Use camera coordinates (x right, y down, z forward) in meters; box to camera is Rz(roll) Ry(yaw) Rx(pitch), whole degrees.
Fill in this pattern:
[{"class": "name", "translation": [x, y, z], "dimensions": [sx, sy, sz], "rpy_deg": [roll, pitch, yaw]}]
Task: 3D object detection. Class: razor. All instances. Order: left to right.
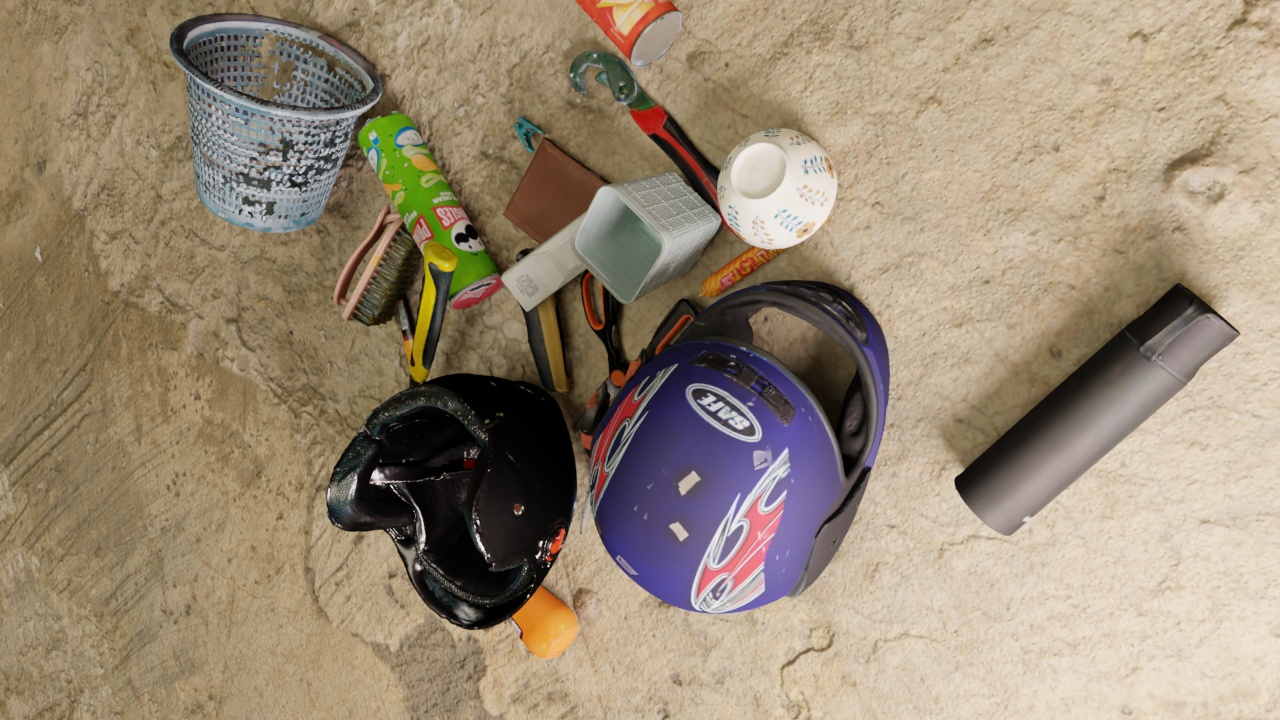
[{"class": "razor", "translation": [-0.104, -0.044, 1.028], "dimensions": [0.067, 0.062, 0.167], "rpy_deg": [-10, 100, -1]}]

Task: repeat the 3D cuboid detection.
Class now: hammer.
[{"class": "hammer", "translation": [-0.255, 0.002, 1.079], "dimensions": [0.126, 0.031, 0.324], "rpy_deg": [37, 132, 17]}]

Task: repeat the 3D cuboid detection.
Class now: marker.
[{"class": "marker", "translation": [-0.292, -0.043, 1.151], "dimensions": [0.018, 0.015, 0.124], "rpy_deg": [-14, 90, 29]}]

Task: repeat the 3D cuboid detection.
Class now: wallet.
[{"class": "wallet", "translation": [-0.083, -0.171, 1.002], "dimensions": [0.124, 0.032, 0.101], "rpy_deg": [38, 112, 18]}]

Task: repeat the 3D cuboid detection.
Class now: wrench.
[{"class": "wrench", "translation": [0.025, -0.225, 0.937], "dimensions": [0.273, 0.016, 0.056], "rpy_deg": [47, 117, 14]}]

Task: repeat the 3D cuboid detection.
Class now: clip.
[{"class": "clip", "translation": [-0.124, -0.251, 1.008], "dimensions": [0.038, 0.013, 0.055], "rpy_deg": [-56, 45, 18]}]

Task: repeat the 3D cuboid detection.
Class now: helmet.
[{"class": "helmet", "translation": [-0.180, 0.144, 1.000], "dimensions": [0.234, 0.229, 0.275], "rpy_deg": [6, 113, 33]}, {"class": "helmet", "translation": [0.084, 0.081, 0.833], "dimensions": [0.247, 0.239, 0.316], "rpy_deg": [33, 113, 19]}]

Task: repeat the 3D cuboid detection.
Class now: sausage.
[{"class": "sausage", "translation": [0.121, -0.107, 0.902], "dimensions": [0.166, 0.021, 0.021], "rpy_deg": [-34, 82, 30]}]

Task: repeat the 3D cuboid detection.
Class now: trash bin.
[{"class": "trash bin", "translation": [-0.442, -0.272, 1.096], "dimensions": [0.226, 0.225, 0.196], "rpy_deg": [40, 128, 18]}]

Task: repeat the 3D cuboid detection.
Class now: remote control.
[{"class": "remote control", "translation": [-0.085, -0.106, 0.970], "dimensions": [0.125, 0.024, 0.049], "rpy_deg": [-35, 105, 12]}]

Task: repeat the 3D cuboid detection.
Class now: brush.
[{"class": "brush", "translation": [-0.317, -0.114, 1.115], "dimensions": [0.073, 0.063, 0.146], "rpy_deg": [31, 102, 8]}]

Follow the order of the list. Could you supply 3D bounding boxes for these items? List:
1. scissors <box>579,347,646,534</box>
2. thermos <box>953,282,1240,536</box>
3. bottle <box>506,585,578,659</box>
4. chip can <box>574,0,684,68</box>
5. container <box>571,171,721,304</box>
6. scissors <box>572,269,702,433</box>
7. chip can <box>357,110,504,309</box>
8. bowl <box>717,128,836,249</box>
[{"class": "scissors", "translation": [-0.036, 0.087, 0.958], "dimensions": [0.015, 0.189, 0.226], "rpy_deg": [22, 90, 15]}, {"class": "thermos", "translation": [0.364, 0.043, 0.754], "dimensions": [0.243, 0.089, 0.068], "rpy_deg": [-53, 56, 26]}, {"class": "bottle", "translation": [-0.142, 0.288, 1.101], "dimensions": [0.149, 0.066, 0.067], "rpy_deg": [39, 115, 26]}, {"class": "chip can", "translation": [-0.049, -0.391, 0.917], "dimensions": [0.073, 0.073, 0.216], "rpy_deg": [-45, 77, 28]}, {"class": "container", "translation": [0.010, -0.125, 0.903], "dimensions": [0.090, 0.111, 0.090], "rpy_deg": [46, 131, 14]}, {"class": "scissors", "translation": [-0.016, -0.004, 1.000], "dimensions": [0.222, 0.021, 0.229], "rpy_deg": [-28, 87, 35]}, {"class": "chip can", "translation": [-0.245, -0.175, 1.067], "dimensions": [0.072, 0.072, 0.236], "rpy_deg": [-35, 81, 29]}, {"class": "bowl", "translation": [0.120, -0.166, 0.852], "dimensions": [0.114, 0.062, 0.113], "rpy_deg": [-5, 79, 25]}]
